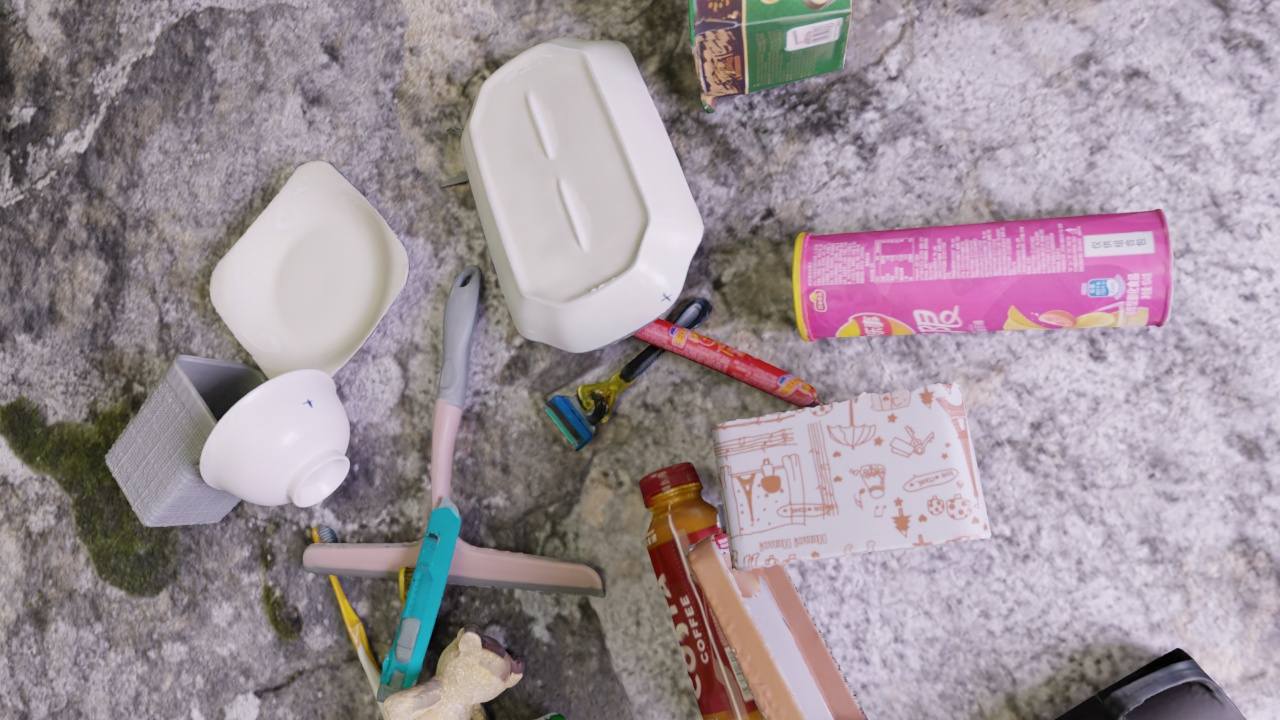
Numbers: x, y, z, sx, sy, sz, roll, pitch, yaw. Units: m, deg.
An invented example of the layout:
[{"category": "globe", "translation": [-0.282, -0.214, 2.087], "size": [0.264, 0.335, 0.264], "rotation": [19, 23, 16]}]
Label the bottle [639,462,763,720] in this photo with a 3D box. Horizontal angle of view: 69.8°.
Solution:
[{"category": "bottle", "translation": [0.045, 0.154, 0.600], "size": [0.057, 0.057, 0.174], "rotation": [-23, 74, 15]}]

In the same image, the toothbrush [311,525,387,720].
[{"category": "toothbrush", "translation": [-0.214, 0.211, 0.708], "size": [0.018, 0.016, 0.191], "rotation": [-31, 72, 4]}]

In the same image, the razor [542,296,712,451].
[{"category": "razor", "translation": [-0.004, 0.004, 0.661], "size": [0.143, 0.022, 0.042], "rotation": [-41, 80, 3]}]

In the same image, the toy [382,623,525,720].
[{"category": "toy", "translation": [-0.151, 0.257, 0.641], "size": [0.157, 0.105, 0.066], "rotation": [-48, 34, -9]}]

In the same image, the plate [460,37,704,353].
[{"category": "plate", "translation": [-0.056, -0.134, 0.670], "size": [0.162, 0.034, 0.265], "rotation": [-26, 65, 16]}]

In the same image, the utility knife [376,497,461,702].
[{"category": "utility knife", "translation": [-0.159, 0.175, 0.660], "size": [0.029, 0.013, 0.157], "rotation": [16, 90, 7]}]

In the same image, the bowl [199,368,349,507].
[{"category": "bowl", "translation": [-0.260, 0.071, 0.694], "size": [0.065, 0.118, 0.118], "rotation": [40, 96, 17]}]

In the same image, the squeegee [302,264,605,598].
[{"category": "squeegee", "translation": [-0.143, 0.044, 0.693], "size": [0.248, 0.040, 0.249], "rotation": [0, 79, 17]}]

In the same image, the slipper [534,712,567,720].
[{"category": "slipper", "translation": [-0.127, 0.339, 0.613], "size": [0.245, 0.104, 0.074], "rotation": [-47, 71, 1]}]

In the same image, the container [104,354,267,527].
[{"category": "container", "translation": [-0.357, 0.070, 0.745], "size": [0.114, 0.090, 0.090], "rotation": [-46, 69, 11]}]

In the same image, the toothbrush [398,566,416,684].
[{"category": "toothbrush", "translation": [-0.165, 0.247, 0.674], "size": [0.017, 0.015, 0.190], "rotation": [-4, 86, 9]}]

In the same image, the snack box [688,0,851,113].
[{"category": "snack box", "translation": [0.089, -0.246, 0.625], "size": [0.106, 0.118, 0.117], "rotation": [-1, 81, 10]}]

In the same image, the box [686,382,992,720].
[{"category": "box", "translation": [0.120, 0.128, 0.510], "size": [0.157, 0.183, 0.192], "rotation": [-14, 77, 18]}]

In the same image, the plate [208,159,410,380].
[{"category": "plate", "translation": [-0.269, -0.065, 0.762], "size": [0.164, 0.034, 0.163], "rotation": [-47, 69, 7]}]

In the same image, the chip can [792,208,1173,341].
[{"category": "chip can", "translation": [0.205, -0.050, 0.567], "size": [0.211, 0.071, 0.071], "rotation": [-1, 81, 19]}]

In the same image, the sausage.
[{"category": "sausage", "translation": [0.055, -0.002, 0.630], "size": [0.156, 0.020, 0.020], "rotation": [23, 90, 11]}]

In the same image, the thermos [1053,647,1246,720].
[{"category": "thermos", "translation": [0.212, 0.246, 0.511], "size": [0.243, 0.090, 0.068], "rotation": [-40, 31, 10]}]

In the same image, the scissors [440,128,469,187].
[{"category": "scissors", "translation": [-0.077, -0.164, 0.721], "size": [0.175, 0.014, 0.159], "rotation": [-41, 68, 12]}]
